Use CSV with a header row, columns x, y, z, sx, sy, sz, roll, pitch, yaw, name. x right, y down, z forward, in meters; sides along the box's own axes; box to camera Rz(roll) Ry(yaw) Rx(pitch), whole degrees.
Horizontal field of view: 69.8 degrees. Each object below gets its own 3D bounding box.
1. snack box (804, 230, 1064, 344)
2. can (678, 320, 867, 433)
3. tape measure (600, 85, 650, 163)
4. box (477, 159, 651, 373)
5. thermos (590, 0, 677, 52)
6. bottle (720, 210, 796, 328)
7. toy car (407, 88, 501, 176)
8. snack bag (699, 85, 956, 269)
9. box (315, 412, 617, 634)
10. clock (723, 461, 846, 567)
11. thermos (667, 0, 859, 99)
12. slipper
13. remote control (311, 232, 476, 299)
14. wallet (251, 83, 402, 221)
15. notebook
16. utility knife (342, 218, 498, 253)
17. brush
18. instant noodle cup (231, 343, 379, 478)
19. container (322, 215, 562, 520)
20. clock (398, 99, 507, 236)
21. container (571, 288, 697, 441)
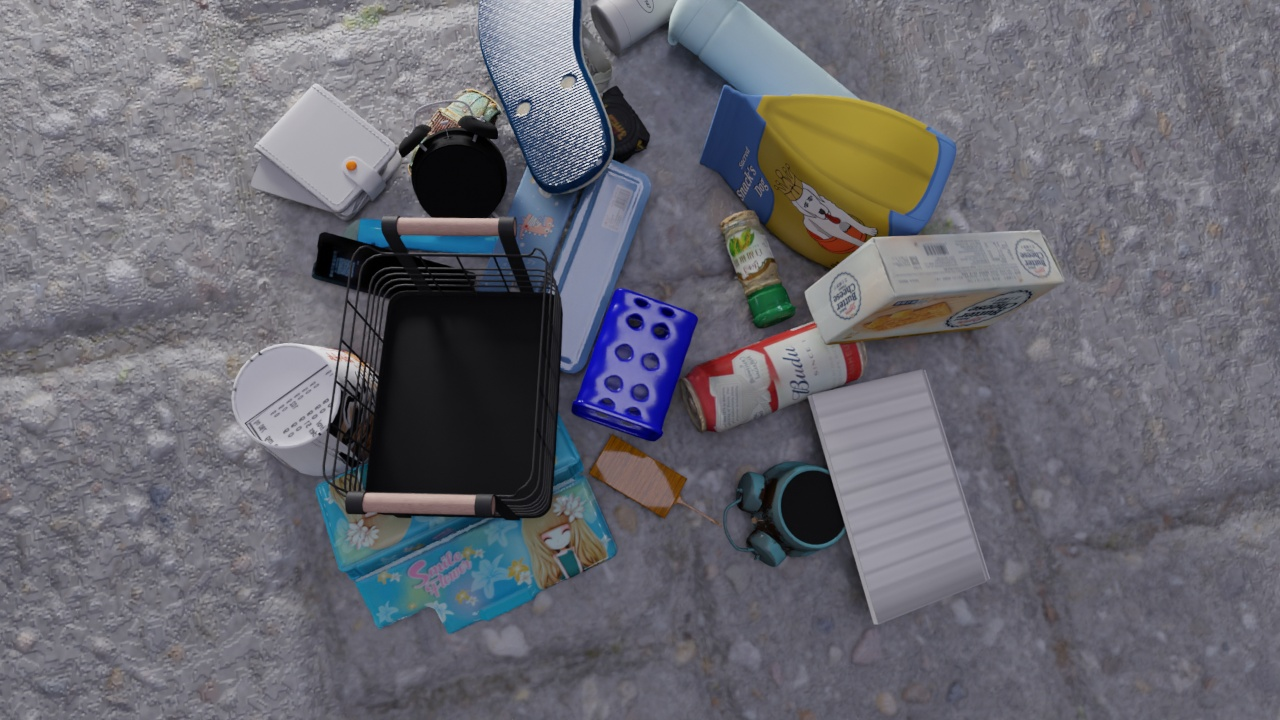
x,y,z,sx,sy,sz,roll,pitch,yaw,name
0.264,-0.066,0.826,0.207,0.104,0.057,-6,70,-27,snack box
0.124,0.012,0.859,0.170,0.067,0.067,-20,83,-7,can
-0.031,-0.223,0.902,0.062,0.038,0.067,-36,88,-17,tape measure
-0.078,-0.099,0.868,0.127,0.034,0.209,21,85,1,box
0.055,-0.391,0.926,0.224,0.052,0.052,-35,85,-9,thermos
0.113,-0.089,0.887,0.043,0.043,0.111,-18,82,-7,bottle
-0.182,-0.219,0.884,0.047,0.047,0.111,32,80,5,toy car
0.158,-0.173,0.845,0.205,0.159,0.102,25,77,2,snack bag
-0.154,0.143,0.821,0.227,0.072,0.182,-24,82,-8,box
0.135,0.139,0.843,0.124,0.053,0.090,-14,83,-18,clock
0.120,-0.287,0.894,0.207,0.078,0.065,38,46,-5,thermos
-0.087,-0.280,0.886,0.118,0.060,0.294,-21,68,12,slipper
-0.233,-0.079,0.863,0.150,0.022,0.047,15,103,-2,remote control
-0.305,-0.187,0.875,0.118,0.037,0.115,38,80,6,wallet
0.243,0.120,0.854,0.142,0.009,0.209,-11,81,-28,notebook
-0.197,-0.115,0.883,0.174,0.015,0.031,6,83,-5,utility knife
0.016,0.120,0.858,0.126,0.017,0.048,31,80,1,brush
-0.289,0.038,0.797,0.123,0.122,0.123,1,81,-4,instant noodle cup
-0.155,0.017,0.757,0.163,0.130,0.241,1,71,2,container
-0.171,-0.178,0.845,0.091,0.042,0.121,-11,118,-3,clock
-0.005,0.005,0.843,0.085,0.084,0.113,19,79,-2,container
